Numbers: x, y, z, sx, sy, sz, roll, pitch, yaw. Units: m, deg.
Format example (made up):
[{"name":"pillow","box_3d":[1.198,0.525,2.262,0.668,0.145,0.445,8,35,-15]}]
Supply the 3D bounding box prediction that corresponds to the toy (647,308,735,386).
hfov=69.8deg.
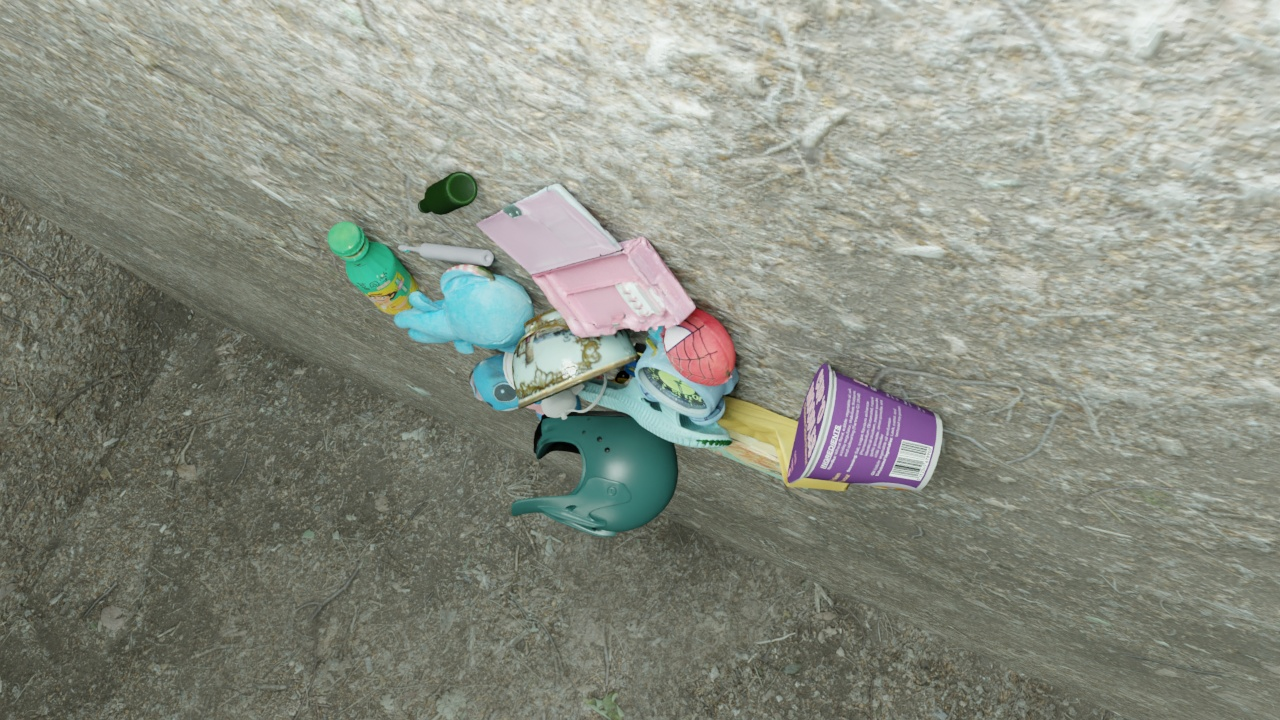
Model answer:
[{"name":"toy","box_3d":[0.043,-0.026,0.952,0.133,0.062,0.092,36,155,15]}]

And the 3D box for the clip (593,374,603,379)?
[{"name":"clip","box_3d":[-0.071,0.032,1.460,0.023,0.045,0.060,22,133,-2]}]

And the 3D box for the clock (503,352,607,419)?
[{"name":"clock","box_3d":[-0.116,0.012,1.256,0.159,0.120,0.061,30,176,29]}]

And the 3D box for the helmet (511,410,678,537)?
[{"name":"helmet","box_3d":[-0.074,0.196,1.549,0.275,0.200,0.176,1,166,7]}]

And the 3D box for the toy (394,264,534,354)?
[{"name":"toy","box_3d":[-0.217,-0.064,1.155,0.181,0.114,0.183,-5,150,21]}]

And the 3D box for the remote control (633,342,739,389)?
[{"name":"remote control","box_3d":[0.055,0.007,1.146,0.134,0.013,0.058,13,162,40]}]

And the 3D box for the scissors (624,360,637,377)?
[{"name":"scissors","box_3d":[-0.007,0.007,1.258,0.126,0.013,0.125,12,163,27]}]

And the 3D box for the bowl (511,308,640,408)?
[{"name":"bowl","box_3d":[-0.089,-0.015,1.098,0.094,0.159,0.160,67,162,0]}]

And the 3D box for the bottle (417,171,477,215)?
[{"name":"bottle","box_3d":[-0.197,-0.161,0.908,0.033,0.033,0.123,31,166,-26]}]

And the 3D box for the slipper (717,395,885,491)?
[{"name":"slipper","box_3d":[0.201,0.125,1.209,0.263,0.078,0.099,23,167,17]}]

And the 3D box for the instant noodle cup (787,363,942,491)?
[{"name":"instant noodle cup","box_3d":[0.228,0.083,0.930,0.122,0.137,0.121,15,-149,0]}]

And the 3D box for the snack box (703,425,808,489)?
[{"name":"snack box","box_3d":[0.165,0.125,1.338,0.194,0.044,0.141,21,168,12]}]

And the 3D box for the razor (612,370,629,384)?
[{"name":"razor","box_3d":[-0.033,0.035,1.389,0.044,0.021,0.144,8,169,-7]}]

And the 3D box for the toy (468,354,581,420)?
[{"name":"toy","box_3d":[-0.194,0.052,1.583,0.191,0.098,0.224,26,165,-29]}]

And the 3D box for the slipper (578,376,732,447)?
[{"name":"slipper","box_3d":[0.019,0.055,1.238,0.115,0.069,0.276,13,-175,-46]}]

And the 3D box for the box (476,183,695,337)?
[{"name":"box","box_3d":[-0.060,-0.098,0.910,0.179,0.040,0.233,48,159,-20]}]

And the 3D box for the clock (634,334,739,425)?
[{"name":"clock","box_3d":[0.051,0.022,1.072,0.118,0.060,0.162,26,157,17]}]

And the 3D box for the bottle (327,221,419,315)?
[{"name":"bottle","box_3d":[-0.366,-0.127,1.253,0.068,0.068,0.210,22,166,11]}]

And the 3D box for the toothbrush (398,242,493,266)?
[{"name":"toothbrush","box_3d":[-0.245,-0.133,1.128,0.188,0.018,0.019,12,160,43]}]
